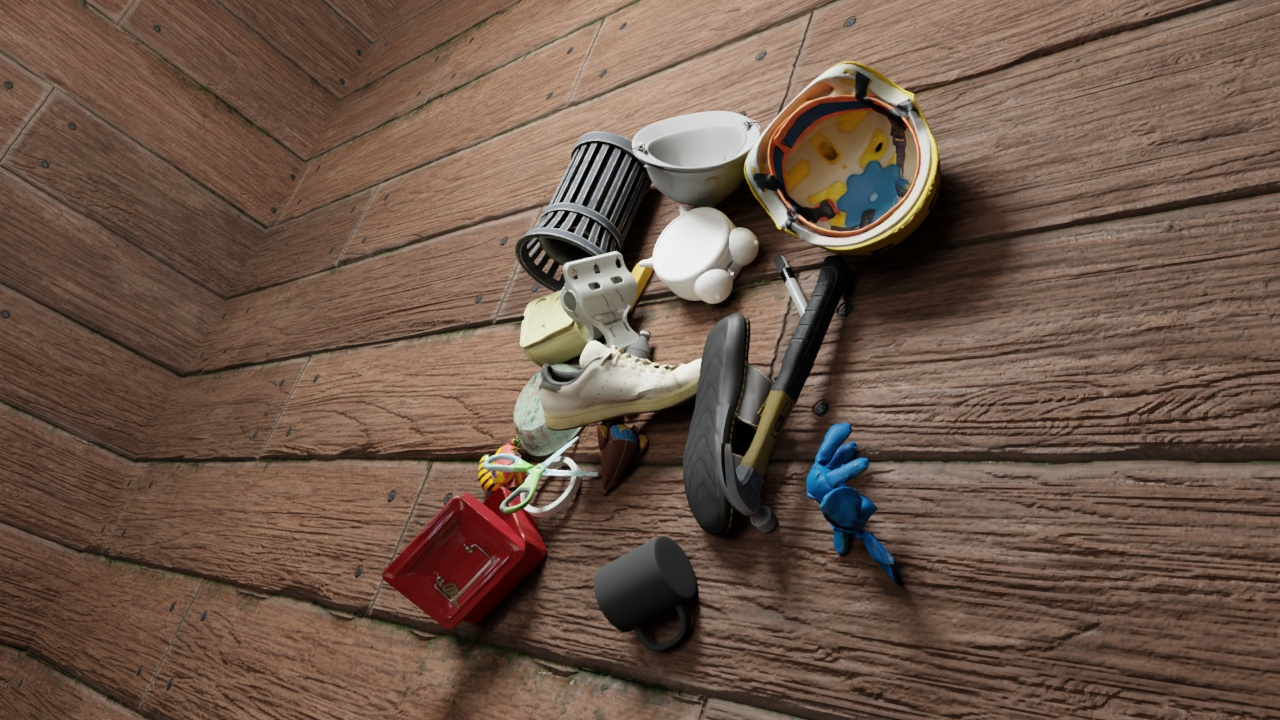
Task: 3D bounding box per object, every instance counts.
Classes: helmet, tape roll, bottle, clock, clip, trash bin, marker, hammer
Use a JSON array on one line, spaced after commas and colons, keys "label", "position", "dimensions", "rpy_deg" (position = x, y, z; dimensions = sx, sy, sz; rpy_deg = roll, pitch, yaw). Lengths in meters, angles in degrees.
[{"label": "helmet", "position": [0.088, -0.276, 1.345], "dimensions": [0.183, 0.118, 0.270], "rpy_deg": [-13, 30, -2]}, {"label": "tape roll", "position": [-0.124, 0.174, 1.265], "dimensions": [0.093, 0.013, 0.092], "rpy_deg": [-22, 40, 20]}, {"label": "bottle", "position": [-0.008, 0.007, 1.274], "dimensions": [0.036, 0.036, 0.109], "rpy_deg": [-7, 55, 43]}, {"label": "clock", "position": [0.088, -0.144, 1.283], "dimensions": [0.161, 0.073, 0.125], "rpy_deg": [31, 84, 46]}, {"label": "clip", "position": [-0.054, -0.079, 1.316], "dimensions": [0.073, 0.124, 0.143], "rpy_deg": [-5, 101, 44]}, {"label": "trash bin", "position": [-0.077, -0.234, 1.450], "dimensions": [0.165, 0.164, 0.226], "rpy_deg": [-6, 52, 44]}, {"label": "marker", "position": [0.195, -0.087, 1.156], "dimensions": [0.016, 0.016, 0.140], "rpy_deg": [-36, 40, 19]}, {"label": "hammer", "position": [0.170, 0.019, 1.033], "dimensions": [0.025, 0.118, 0.332], "rpy_deg": [2, 56, 44]}, {"label": "helmet", "position": [0.262, -0.217, 1.099], "dimensions": [0.209, 0.139, 0.240], "rpy_deg": [-45, 59, 16]}]

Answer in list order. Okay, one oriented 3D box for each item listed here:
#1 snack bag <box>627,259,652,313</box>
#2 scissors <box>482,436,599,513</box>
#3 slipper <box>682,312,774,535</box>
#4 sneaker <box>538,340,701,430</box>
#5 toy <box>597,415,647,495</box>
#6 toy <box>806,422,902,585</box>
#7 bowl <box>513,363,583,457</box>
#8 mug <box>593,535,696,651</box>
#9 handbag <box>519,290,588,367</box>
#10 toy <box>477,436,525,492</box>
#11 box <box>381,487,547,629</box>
[{"label": "snack bag", "position": [-0.011, -0.109, 1.387], "dimensions": [0.026, 0.020, 0.099], "rpy_deg": [14, 71, 44]}, {"label": "scissors", "position": [-0.141, 0.149, 1.250], "dimensions": [0.174, 0.022, 0.170], "rpy_deg": [9, 33, 34]}, {"label": "slipper", "position": [0.109, 0.073, 1.071], "dimensions": [0.113, 0.075, 0.267], "rpy_deg": [145, 136, -61]}, {"label": "sneaker", "position": [-0.024, 0.017, 1.184], "dimensions": [0.242, 0.102, 0.088], "rpy_deg": [-14, 12, 17]}, {"label": "toy", "position": [-0.040, 0.122, 1.218], "dimensions": [0.090, 0.070, 0.103], "rpy_deg": [-126, 54, -65]}, {"label": "toy", "position": [0.201, 0.132, 0.909], "dimensions": [0.071, 0.113, 0.176], "rpy_deg": [-23, 34, 12]}, {"label": "bowl", "position": [-0.135, 0.065, 1.359], "dimensions": [0.158, 0.038, 0.157], "rpy_deg": [-27, 43, 29]}, {"label": "mug", "position": [0.013, 0.264, 1.020], "dimensions": [0.088, 0.078, 0.113], "rpy_deg": [-33, 68, 23]}, {"label": "handbag", "position": [-0.119, -0.057, 1.403], "dimensions": [0.120, 0.081, 0.111], "rpy_deg": [-21, 53, 33]}, {"label": "toy", "position": [-0.202, 0.158, 1.349], "dimensions": [0.104, 0.046, 0.084], "rpy_deg": [-28, 65, 43]}, {"label": "box", "position": [-0.226, 0.255, 1.241], "dimensions": [0.157, 0.154, 0.168], "rpy_deg": [-44, 7, 7]}]
